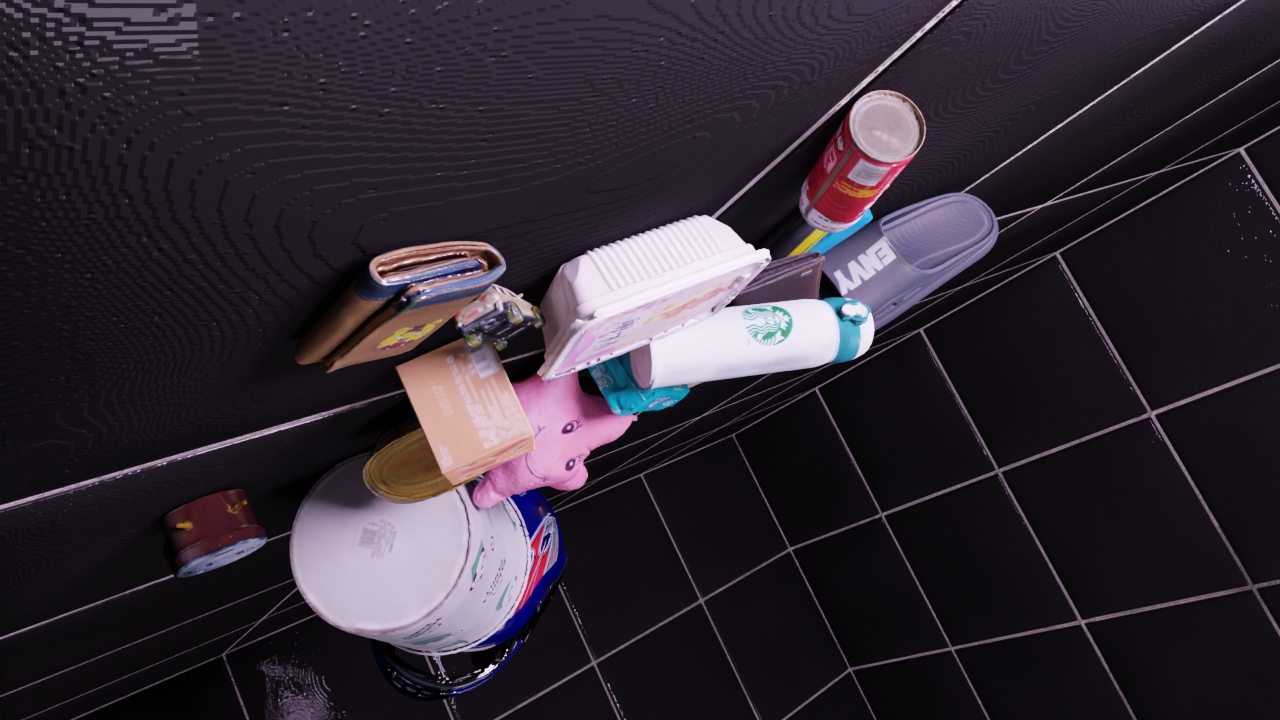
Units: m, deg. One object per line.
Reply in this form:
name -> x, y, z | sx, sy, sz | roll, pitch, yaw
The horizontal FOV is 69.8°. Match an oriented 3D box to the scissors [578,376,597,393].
scissors -> -0.056, 0.035, 1.061 | 0.143, 0.021, 0.234 | -18, 168, 22

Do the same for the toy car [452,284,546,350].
toy car -> -0.099, -0.031, 0.644 | 0.042, 0.035, 0.090 | -26, 171, 10

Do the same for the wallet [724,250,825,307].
wallet -> 0.125, -0.065, 0.872 | 0.096, 0.020, 0.122 | -18, 164, 3

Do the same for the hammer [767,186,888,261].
hammer -> 0.120, -0.087, 0.883 | 0.126, 0.032, 0.324 | -8, 160, -29

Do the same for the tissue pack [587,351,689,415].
tissue pack -> -0.005, 0.005, 0.907 | 0.050, 0.093, 0.133 | -33, 168, 18

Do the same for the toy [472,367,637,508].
toy -> -0.085, 0.063, 0.917 | 0.178, 0.074, 0.195 | -11, 128, -22

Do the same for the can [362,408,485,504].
can -> -0.187, 0.078, 0.845 | 0.148, 0.074, 0.049 | -27, -151, 21

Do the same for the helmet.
helmet -> -0.240, 0.293, 1.252 | 0.241, 0.247, 0.314 | 118, -3, -58

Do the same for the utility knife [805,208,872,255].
utility knife -> 0.169, -0.110, 0.966 | 0.034, 0.018, 0.195 | -3, 159, -37

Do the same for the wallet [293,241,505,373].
wallet -> -0.145, -0.031, 0.548 | 0.090, 0.033, 0.116 | -17, 170, -47

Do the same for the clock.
clock -> -0.394, 0.161, 0.842 | 0.081, 0.055, 0.122 | -21, 170, -32

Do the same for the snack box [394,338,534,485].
snack box -> -0.139, 0.041, 0.745 | 0.077, 0.092, 0.094 | -24, 170, -10

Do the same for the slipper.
slipper -> 0.274, -0.118, 0.995 | 0.268, 0.110, 0.083 | -29, 155, -10

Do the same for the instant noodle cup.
instant noodle cup -> -0.001, -0.054, 0.708 | 0.173, 0.060, 0.138 | -20, 169, -24

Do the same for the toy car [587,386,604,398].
toy car -> -0.078, 0.056, 0.991 | 0.122, 0.037, 0.056 | -15, 170, 5

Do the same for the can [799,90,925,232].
can -> 0.157, -0.140, 0.671 | 0.053, 0.053, 0.133 | -24, 170, -11

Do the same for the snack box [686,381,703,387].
snack box -> 0.086, -0.008, 1.210 | 0.177, 0.045, 0.183 | -22, 169, -18

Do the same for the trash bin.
trash bin -> -0.252, 0.211, 1.020 | 0.229, 0.229, 0.252 | -25, 165, -6

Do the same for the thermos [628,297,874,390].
thermos -> 0.105, -0.020, 0.838 | 0.224, 0.073, 0.073 | -7, 165, -17
